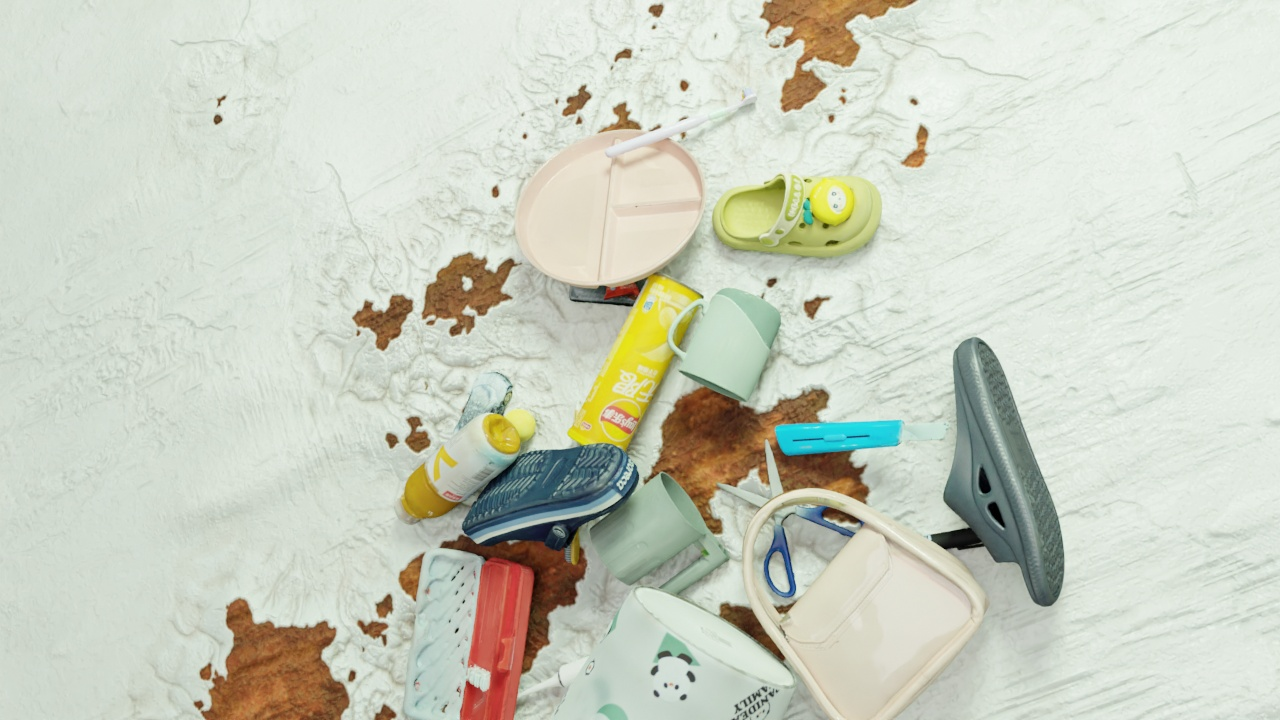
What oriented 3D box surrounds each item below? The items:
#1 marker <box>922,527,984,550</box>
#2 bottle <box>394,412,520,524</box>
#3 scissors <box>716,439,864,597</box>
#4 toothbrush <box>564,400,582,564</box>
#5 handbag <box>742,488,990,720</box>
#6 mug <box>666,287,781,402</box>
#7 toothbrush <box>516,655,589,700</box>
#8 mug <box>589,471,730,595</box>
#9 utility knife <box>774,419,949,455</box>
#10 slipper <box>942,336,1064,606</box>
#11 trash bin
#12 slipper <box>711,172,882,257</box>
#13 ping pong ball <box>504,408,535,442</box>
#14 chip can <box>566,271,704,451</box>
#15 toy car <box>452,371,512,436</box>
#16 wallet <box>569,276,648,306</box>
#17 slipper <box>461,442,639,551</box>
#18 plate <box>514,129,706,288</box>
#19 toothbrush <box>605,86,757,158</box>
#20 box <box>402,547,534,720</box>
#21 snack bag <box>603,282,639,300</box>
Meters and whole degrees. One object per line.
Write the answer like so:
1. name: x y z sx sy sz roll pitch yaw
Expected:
1. marker: 0.293 0.192 0.950 0.132 0.020 0.022 -14 97 14
2. bottle: -0.220 0.133 1.078 0.190 0.067 0.068 -38 71 28
3. scissors: 0.162 0.172 0.997 0.162 0.012 0.175 -3 79 18
4. toothbrush: -0.078 0.142 1.075 0.018 0.016 0.191 -3 81 25
5. handbag: 0.205 0.232 0.926 0.234 0.093 0.193 41 98 18
6. mug: 0.088 -0.025 1.007 0.112 0.082 0.106 24 87 -3
7. toothbrush: -0.060 0.347 1.030 0.221 0.026 0.026 -24 66 13
8. mug: 0.020 0.201 1.008 0.103 0.083 0.124 -37 97 9
9. utility knife: 0.227 0.077 0.955 0.192 0.018 0.034 -8 84 37
10. slipper: 0.346 0.111 0.912 0.084 0.110 0.267 -23 69 33
11. trash bin: 0.012 0.376 0.896 0.230 0.229 0.252 27 89 19
12. slipper: 0.167 -0.164 1.015 0.191 0.081 0.091 0 84 20
13. ping pong ball: -0.145 0.078 1.092 0.040 0.040 0.040 -3 80 17
14. chip can: -0.006 0.006 1.045 0.072 0.072 0.213 26 89 19
15. toy car: -0.193 0.063 1.114 0.049 0.031 0.105 21 87 18
16. wallet: -0.034 -0.126 1.103 0.097 0.019 0.120 5 84 17
17. slipper: -0.092 0.157 1.022 0.254 0.104 0.095 -22 115 39
18. plate: -0.035 -0.176 1.071 0.230 0.028 0.229 -6 59 11
19. toothbrush: 0.046 -0.278 1.082 0.189 0.029 0.021 -22 113 2
20. box: -0.198 0.327 1.066 0.161 0.060 0.201 4 83 30
21. snack bag: -0.027 -0.118 1.078 0.045 0.026 0.105 -10 78 13
